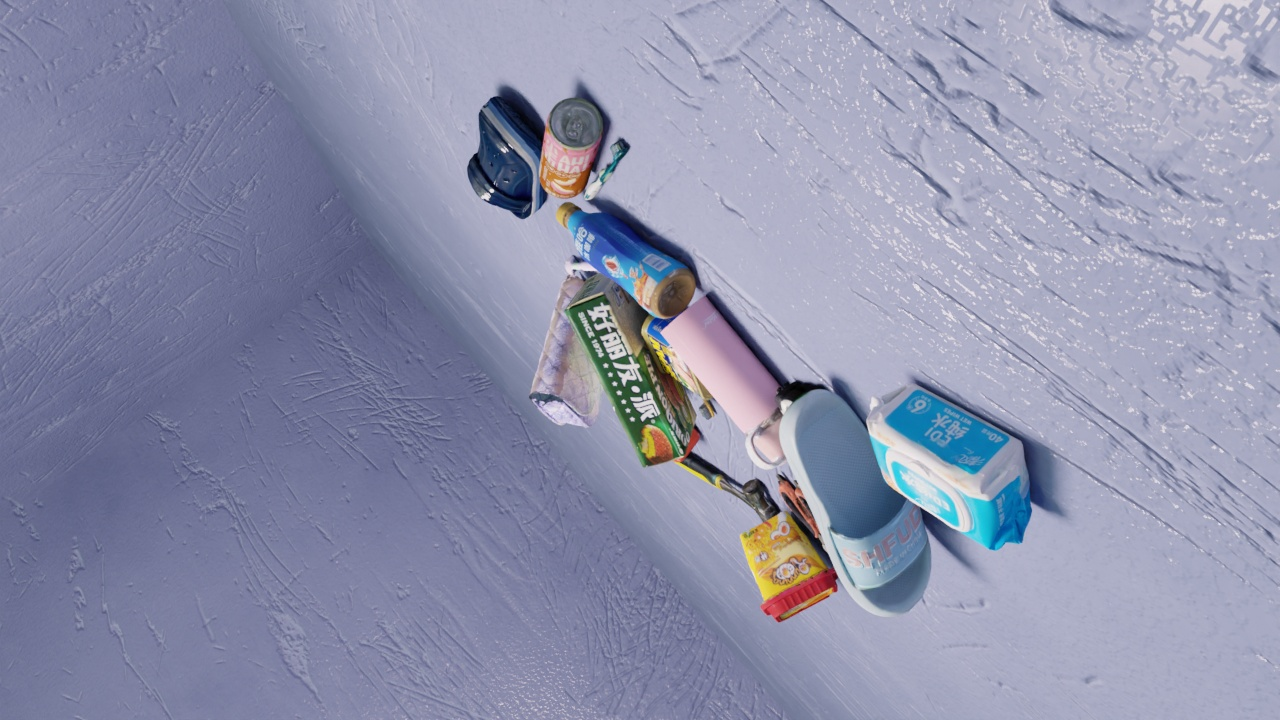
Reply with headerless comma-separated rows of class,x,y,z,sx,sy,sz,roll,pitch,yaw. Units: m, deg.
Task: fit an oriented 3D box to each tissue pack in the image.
tissue pack,0.246,0.085,0.737,0.140,0.063,0.090,36,160,47

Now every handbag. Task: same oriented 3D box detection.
handbag,-0.091,-0.009,1.324,0.076,0.193,0.134,0,154,24

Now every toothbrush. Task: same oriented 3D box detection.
toothbrush,-0.041,-0.205,1.004,0.018,0.016,0.192,62,165,-3
toothbrush,-0.067,-0.131,1.271,0.189,0.021,0.029,-166,71,-66
toothbrush,0.061,0.014,1.236,0.016,0.018,0.191,31,156,50

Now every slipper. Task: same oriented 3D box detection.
slipper,0.220,0.138,0.892,0.245,0.104,0.074,60,163,-11
slipper,-0.180,-0.247,1.182,0.105,0.095,0.253,47,170,6

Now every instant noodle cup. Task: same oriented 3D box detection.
instant noodle cup,0.204,0.289,1.294,0.123,0.116,0.116,62,-178,23

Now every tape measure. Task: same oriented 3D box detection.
tape measure,0.176,0.056,0.947,0.066,0.033,0.066,57,167,-17

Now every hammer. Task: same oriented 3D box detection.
hammer,0.124,0.197,1.488,0.126,0.031,0.323,59,164,-26

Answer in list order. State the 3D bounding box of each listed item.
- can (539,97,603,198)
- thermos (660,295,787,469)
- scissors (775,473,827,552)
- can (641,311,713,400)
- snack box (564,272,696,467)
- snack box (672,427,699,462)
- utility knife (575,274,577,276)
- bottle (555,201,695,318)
can,-0.076,-0.222,0.976,0.058,0.057,0.147,51,167,1
thermos,0.102,0.029,1.005,0.198,0.087,0.067,52,142,2
scissors,0.242,0.235,1.245,0.197,0.015,0.206,44,165,20
can,0.057,-0.010,1.108,0.083,0.057,0.102,35,160,42
snack box,-0.007,0.007,1.175,0.240,0.063,0.114,64,-159,-19
snack box,0.042,0.112,1.444,0.080,0.082,0.091,41,171,-18
utility knife,-0.068,-0.070,1.454,0.031,0.021,0.198,35,155,33
bottle,-0.027,-0.125,1.057,0.219,0.065,0.065,40,163,38
